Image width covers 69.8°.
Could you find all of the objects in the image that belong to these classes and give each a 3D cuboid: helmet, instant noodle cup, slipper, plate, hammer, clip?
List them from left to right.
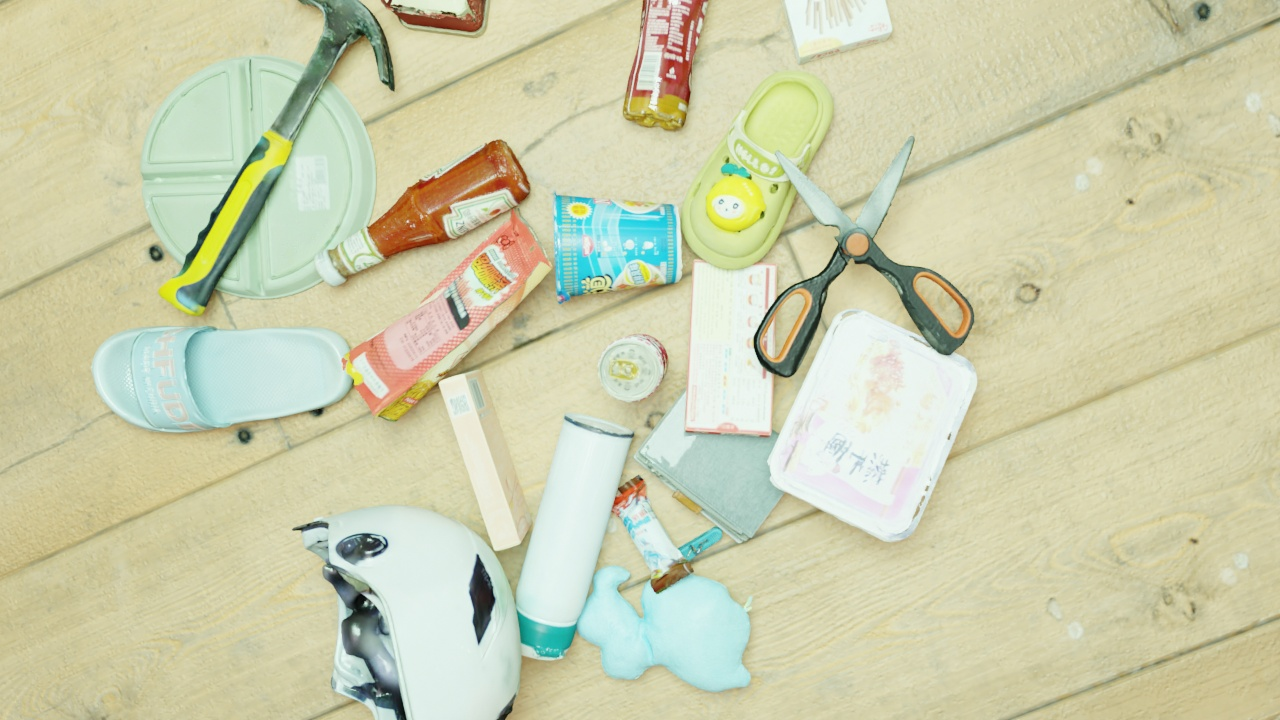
[{"bbox_3d":[-0.392,0.016,0.853,0.245,0.074,0.104,-4,94,3],"label":"slipper"},{"bbox_3d":[-0.364,-0.173,0.862,0.230,0.027,0.230,0,94,4],"label":"plate"},{"bbox_3d":[-0.335,-0.183,0.829,0.126,0.032,0.323,32,95,2],"label":"hammer"},{"bbox_3d":[-0.180,0.228,0.784,0.145,0.259,0.229,-19,111,-31],"label":"helmet"},{"bbox_3d":[-0.021,-0.101,0.813,0.110,0.099,0.099,-2,93,-4],"label":"instant noodle cup"},{"bbox_3d":[0.052,0.173,0.856,0.057,0.046,0.014,-34,88,2],"label":"clip"},{"bbox_3d":[0.099,-0.174,0.797,0.091,0.081,0.190,29,89,14],"label":"slipper"},{"bbox_3d":[0.199,0.057,0.805,0.138,0.060,0.173,26,83,2],"label":"instant noodle cup"}]

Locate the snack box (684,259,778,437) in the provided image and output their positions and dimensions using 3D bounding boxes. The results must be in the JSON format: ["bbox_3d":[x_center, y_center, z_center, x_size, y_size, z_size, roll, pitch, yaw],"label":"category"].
[{"bbox_3d":[0.081,-0.011,0.822,0.077,0.027,0.155,3,80,4],"label":"snack box"}]

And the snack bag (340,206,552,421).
[{"bbox_3d":[-0.169,-0.042,0.819,0.208,0.128,0.073,-40,125,9],"label":"snack bag"}]

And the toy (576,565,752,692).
[{"bbox_3d":[0.028,0.247,0.849,0.156,0.049,0.161,-37,81,11],"label":"toy"}]

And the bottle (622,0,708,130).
[{"bbox_3d":[0.027,-0.296,0.809,0.057,0.057,0.175,11,94,3],"label":"bottle"}]

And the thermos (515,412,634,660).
[{"bbox_3d":[-0.069,0.163,0.842,0.073,0.073,0.224,16,94,3],"label":"thermos"}]

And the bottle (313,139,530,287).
[{"bbox_3d":[-0.200,-0.129,0.834,0.206,0.059,0.060,-28,91,3],"label":"bottle"}]

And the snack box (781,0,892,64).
[{"bbox_3d":[0.162,-0.352,0.812,0.085,0.027,0.157,-15,92,5],"label":"snack box"}]

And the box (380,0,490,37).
[{"bbox_3d":[-0.174,-0.384,0.809,0.091,0.077,0.168,8,95,4],"label":"box"}]

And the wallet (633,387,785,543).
[{"bbox_3d":[0.072,0.091,0.843,0.129,0.037,0.106,38,84,0],"label":"wallet"}]

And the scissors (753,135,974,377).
[{"bbox_3d":[0.176,-0.077,0.766,0.221,0.021,0.230,-44,98,1],"label":"scissors"}]

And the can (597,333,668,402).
[{"bbox_3d":[-0.005,0.005,0.793,0.053,0.132,0.053,0,93,4],"label":"can"}]

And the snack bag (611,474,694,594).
[{"bbox_3d":[0.007,0.159,0.845,0.048,0.026,0.104,-35,66,16],"label":"snack bag"}]

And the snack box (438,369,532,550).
[{"bbox_3d":[-0.139,0.087,0.833,0.026,0.084,0.157,-18,92,1],"label":"snack box"}]
